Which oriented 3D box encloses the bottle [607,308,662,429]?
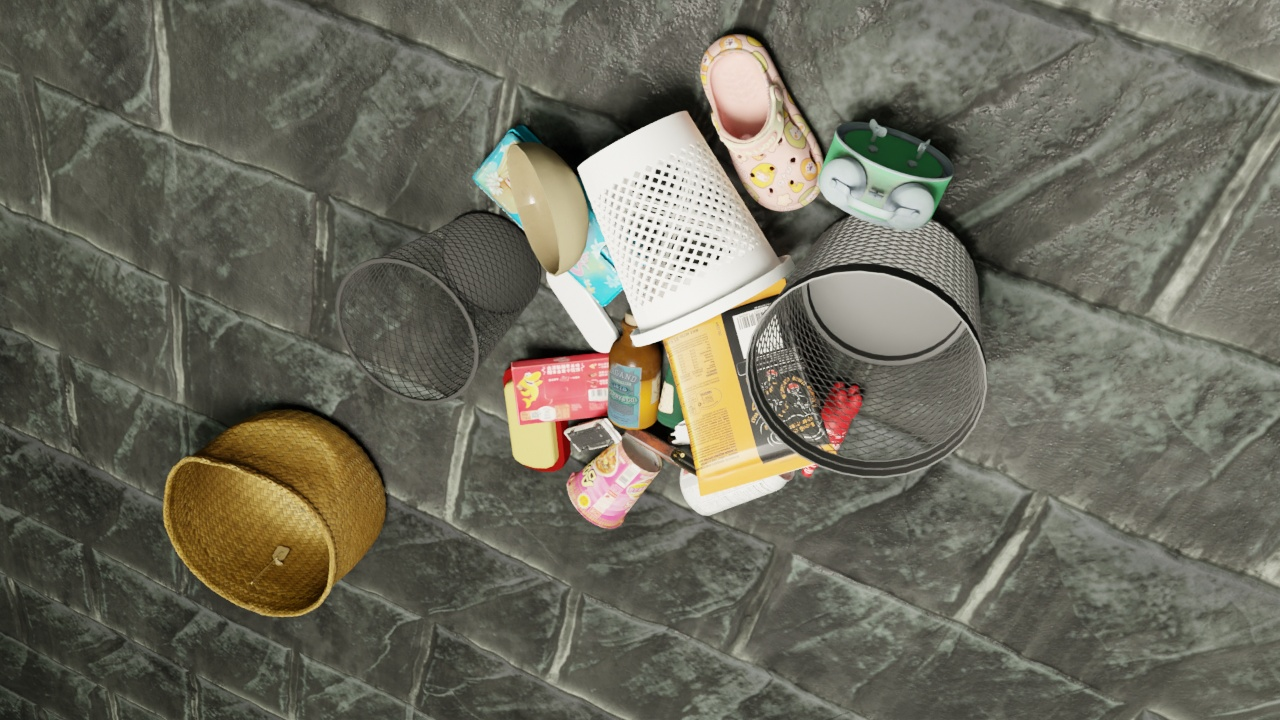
[{"bbox_3d":[-0.007,0.007,1.165,0.068,0.067,0.157,12,122,16],"label":"bottle"}]

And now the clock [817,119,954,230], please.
[{"bbox_3d":[0.238,-0.179,0.899,0.122,0.161,0.075,24,126,9],"label":"clock"}]

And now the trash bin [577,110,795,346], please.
[{"bbox_3d":[0.036,-0.149,0.999,0.196,0.195,0.199,-23,98,31],"label":"trash bin"}]

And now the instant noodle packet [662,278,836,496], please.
[{"bbox_3d":[0.118,0.030,1.060,0.160,0.032,0.220,-19,70,15],"label":"instant noodle packet"}]

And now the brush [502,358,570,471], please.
[{"bbox_3d":[-0.148,0.083,1.283,0.082,0.041,0.174,8,121,18],"label":"brush"}]

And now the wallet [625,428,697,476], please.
[{"bbox_3d":[0.035,0.117,1.177,0.072,0.019,0.123,36,173,-31],"label":"wallet"}]

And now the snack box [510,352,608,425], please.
[{"bbox_3d":[-0.100,0.038,1.215,0.133,0.021,0.089,-6,119,-5],"label":"snack box"}]

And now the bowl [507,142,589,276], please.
[{"bbox_3d":[-0.097,-0.174,1.026,0.050,0.152,0.152,-21,116,-17],"label":"bowl"}]

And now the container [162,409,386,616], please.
[{"bbox_3d":[-0.563,0.233,1.450,0.307,0.196,0.307,9,120,16],"label":"container"}]

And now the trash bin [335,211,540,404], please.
[{"bbox_3d":[-0.231,-0.079,1.121,0.184,0.209,0.184,10,121,17],"label":"trash bin"}]

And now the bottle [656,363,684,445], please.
[{"bbox_3d":[0.057,0.052,1.168,0.061,0.061,0.131,18,124,9],"label":"bottle"}]

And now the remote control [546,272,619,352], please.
[{"bbox_3d":[-0.074,-0.069,1.182,0.043,0.013,0.136,-25,107,32],"label":"remote control"}]

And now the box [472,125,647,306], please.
[{"bbox_3d":[-0.095,-0.173,1.114,0.227,0.041,0.094,45,125,-6],"label":"box"}]

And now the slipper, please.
[{"bbox_3d":[0.119,-0.241,0.963,0.093,0.081,0.197,-21,107,32],"label":"slipper"}]

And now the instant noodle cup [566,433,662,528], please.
[{"bbox_3d":[-0.030,0.158,1.253,0.097,0.097,0.109,41,117,-4],"label":"instant noodle cup"}]

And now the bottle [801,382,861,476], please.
[{"bbox_3d":[0.230,0.089,1.130,0.042,0.041,0.142,24,125,8],"label":"bottle"}]

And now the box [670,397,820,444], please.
[{"bbox_3d":[0.126,0.074,1.107,0.140,0.141,0.083,30,170,25],"label":"box"}]

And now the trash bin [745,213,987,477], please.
[{"bbox_3d":[0.242,-0.035,0.940,0.218,0.226,0.218,10,121,17],"label":"trash bin"}]

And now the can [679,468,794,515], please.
[{"bbox_3d":[0.123,0.145,1.184,0.136,0.078,0.078,-27,106,32],"label":"can"}]

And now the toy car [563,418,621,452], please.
[{"bbox_3d":[-0.061,0.097,1.238,0.039,0.038,0.113,52,147,-11],"label":"toy car"}]
